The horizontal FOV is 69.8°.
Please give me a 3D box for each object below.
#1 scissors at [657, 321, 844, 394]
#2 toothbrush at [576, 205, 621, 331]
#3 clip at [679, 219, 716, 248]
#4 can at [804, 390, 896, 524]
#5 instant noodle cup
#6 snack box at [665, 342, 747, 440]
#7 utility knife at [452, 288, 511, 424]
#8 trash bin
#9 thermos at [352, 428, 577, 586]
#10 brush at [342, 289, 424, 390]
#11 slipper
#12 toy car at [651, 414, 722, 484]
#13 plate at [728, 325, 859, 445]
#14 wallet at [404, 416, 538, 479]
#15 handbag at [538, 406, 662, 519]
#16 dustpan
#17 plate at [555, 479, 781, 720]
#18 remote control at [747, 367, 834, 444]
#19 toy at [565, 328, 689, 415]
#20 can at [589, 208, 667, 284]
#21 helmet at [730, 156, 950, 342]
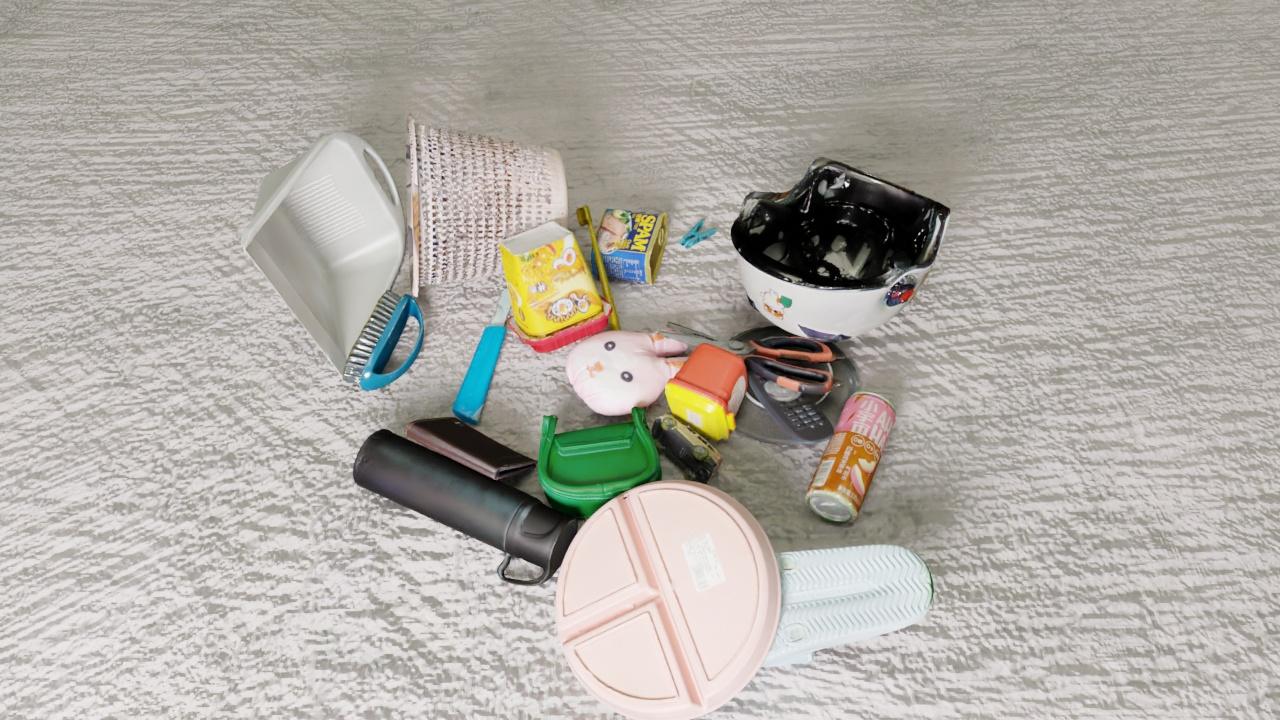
[{"bbox_3d":[0.132,-0.014,1.073,0.204,0.015,0.202,-13,38,-21],"label":"scissors"},{"bbox_3d":[-0.052,-0.108,1.155,0.017,0.015,0.190,-19,75,13],"label":"toothbrush"},{"bbox_3d":[0.076,-0.170,1.246,0.055,0.013,0.038,-36,58,-25],"label":"clip"},{"bbox_3d":[0.228,0.103,0.990,0.058,0.058,0.147,20,55,18],"label":"can"},{"bbox_3d":[-0.109,-0.091,1.101,0.116,0.124,0.116,-24,29,-16],"label":"instant noodle cup"},{"bbox_3d":[0.079,0.034,1.024,0.082,0.091,0.080,24,68,22],"label":"snack box"},{"bbox_3d":[-0.186,-0.014,1.128,0.034,0.018,0.215,12,52,1],"label":"utility knife"},{"bbox_3d":[-0.198,-0.196,1.168,0.192,0.228,0.227,-2,50,-16],"label":"trash bin"},{"bbox_3d":[-0.190,0.156,0.964,0.243,0.068,0.089,22,75,18],"label":"thermos"},{"bbox_3d":[-0.305,-0.022,1.119,0.073,0.055,0.143,19,52,-2],"label":"brush"},{"bbox_3d":[0.153,0.234,0.872,0.246,0.074,0.104,-15,59,12],"label":"slipper"},{"bbox_3d":[0.050,0.096,1.016,0.090,0.042,0.035,39,40,23],"label":"toy car"},{"bbox_3d":[0.168,0.021,1.082,0.179,0.024,0.179,-1,51,1],"label":"plate"},{"bbox_3d":[-0.184,0.095,1.007,0.122,0.020,0.096,24,11,20],"label":"wallet"},{"bbox_3d":[-0.045,0.106,0.993,0.131,0.068,0.120,-9,54,-4],"label":"handbag"},{"bbox_3d":[-0.363,-0.154,1.126,0.142,0.223,0.257,-25,43,-2],"label":"dustpan"},{"bbox_3d":[0.019,0.221,0.871,0.230,0.028,0.229,-10,62,19],"label":"plate"},{"bbox_3d":[0.165,0.051,1.022,0.053,0.024,0.136,-15,42,-18],"label":"remote control"},{"bbox_3d":[-0.006,0.006,1.085,0.159,0.054,0.121,-17,53,-19],"label":"toy"},{"bbox_3d":[-0.015,-0.152,1.208,0.083,0.057,0.101,8,52,11],"label":"can"},{"bbox_3d":[0.229,-0.112,1.096,0.230,0.157,0.273,29,51,29],"label":"helmet"}]
